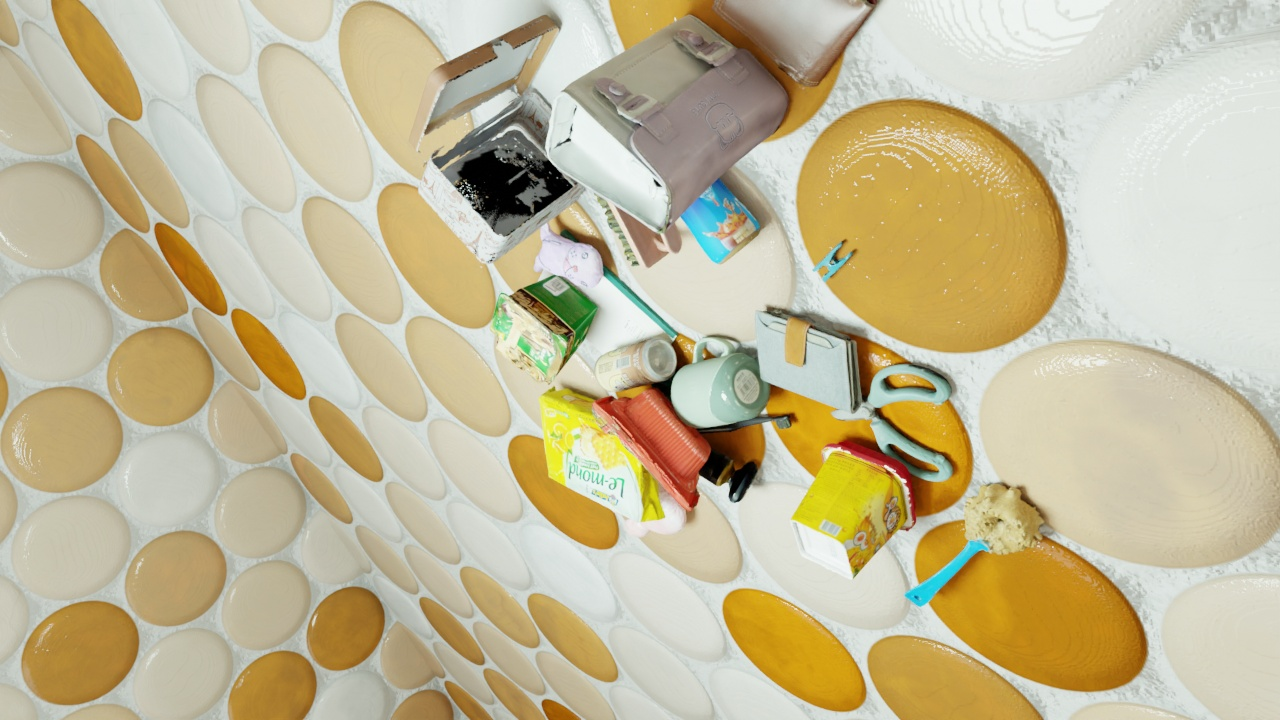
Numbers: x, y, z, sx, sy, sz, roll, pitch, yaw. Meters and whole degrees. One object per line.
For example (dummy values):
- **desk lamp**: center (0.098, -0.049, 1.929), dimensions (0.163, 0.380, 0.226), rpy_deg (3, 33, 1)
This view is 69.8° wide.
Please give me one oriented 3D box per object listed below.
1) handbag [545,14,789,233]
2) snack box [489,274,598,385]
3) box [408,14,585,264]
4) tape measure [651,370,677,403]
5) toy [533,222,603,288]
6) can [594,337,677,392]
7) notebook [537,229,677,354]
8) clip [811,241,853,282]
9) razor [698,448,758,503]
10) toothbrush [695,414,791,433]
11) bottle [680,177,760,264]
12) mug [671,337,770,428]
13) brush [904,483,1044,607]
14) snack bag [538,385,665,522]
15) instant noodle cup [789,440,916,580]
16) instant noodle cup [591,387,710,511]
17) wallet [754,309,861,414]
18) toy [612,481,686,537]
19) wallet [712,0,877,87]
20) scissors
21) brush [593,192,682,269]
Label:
- **handbag**: center (0.030, -0.224, 0.848), dimensions (0.145, 0.196, 0.099), rpy_deg (40, 146, 10)
- **snack box**: center (-0.126, -0.051, 1.255), dimensions (0.118, 0.105, 0.118), rpy_deg (39, 141, 9)
- **box**: center (-0.139, -0.242, 1.035), dimensions (0.157, 0.180, 0.198), rpy_deg (48, 147, 1)
- **tape measure**: center (0.040, 0.037, 1.259), dimensions (0.054, 0.025, 0.058), rpy_deg (17, 136, 35)
- **toy**: center (-0.092, -0.135, 1.198), dimensions (0.108, 0.038, 0.084), rpy_deg (28, 129, 25)
- **can**: center (-0.007, 0.007, 1.231), dimensions (0.117, 0.058, 0.058), rpy_deg (-16, 112, 51)
- **notebook**: center (-0.052, -0.068, 1.264), dimensions (0.209, 0.012, 0.151), rpy_deg (43, 145, 5)
- **clip**: center (0.199, -0.102, 0.950), dimensions (0.045, 0.014, 0.057), rpy_deg (45, 148, 6)
- **razor**: center (0.091, 0.144, 1.295), dimensions (0.167, 0.062, 0.067), rpy_deg (25, 172, 37)
- **toothbrush**: center (0.119, 0.084, 1.219), dimensions (0.213, 0.026, 0.027), rpy_deg (-8, 106, 51)
- **bottle**: center (0.038, -0.203, 0.978), dimensions (0.218, 0.065, 0.065), rpy_deg (50, 146, -5)
- **mug**: center (0.099, 0.024, 1.140), dimensions (0.107, 0.082, 0.111), rpy_deg (-16, 81, 54)
- **brush**: center (0.372, 0.225, 1.057), dimensions (0.083, 0.045, 0.255), rpy_deg (35, 139, 12)
- **snack bag**: center (-0.058, 0.136, 1.399), dimensions (0.247, 0.068, 0.158), rpy_deg (19, 123, 43)
- **instant noodle cup**: center (0.245, 0.177, 1.072), dimensions (0.116, 0.123, 0.116), rpy_deg (21, 146, 40)
- **instant noodle cup**: center (0.027, 0.104, 1.200), dimensions (0.189, 0.079, 0.164), rpy_deg (48, -174, 3)
- **wallet**: center (0.185, -0.001, 1.037), dimensions (0.130, 0.036, 0.107), rpy_deg (23, 138, 42)
- **toy**: center (0.010, 0.230, 1.460), dimensions (0.121, 0.054, 0.160), rpy_deg (56, 141, -1)
- **wallet**: center (0.132, -0.310, 0.797), dimensions (0.124, 0.032, 0.101), rpy_deg (43, 144, 5)
- **scissors**: center (0.288, 0.056, 1.011), dimensions (0.170, 0.019, 0.182), rpy_deg (39, 147, 14)
- **brush**: center (-0.006, -0.182, 1.054), dimensions (0.073, 0.063, 0.146), rpy_deg (-3, 121, 54)
